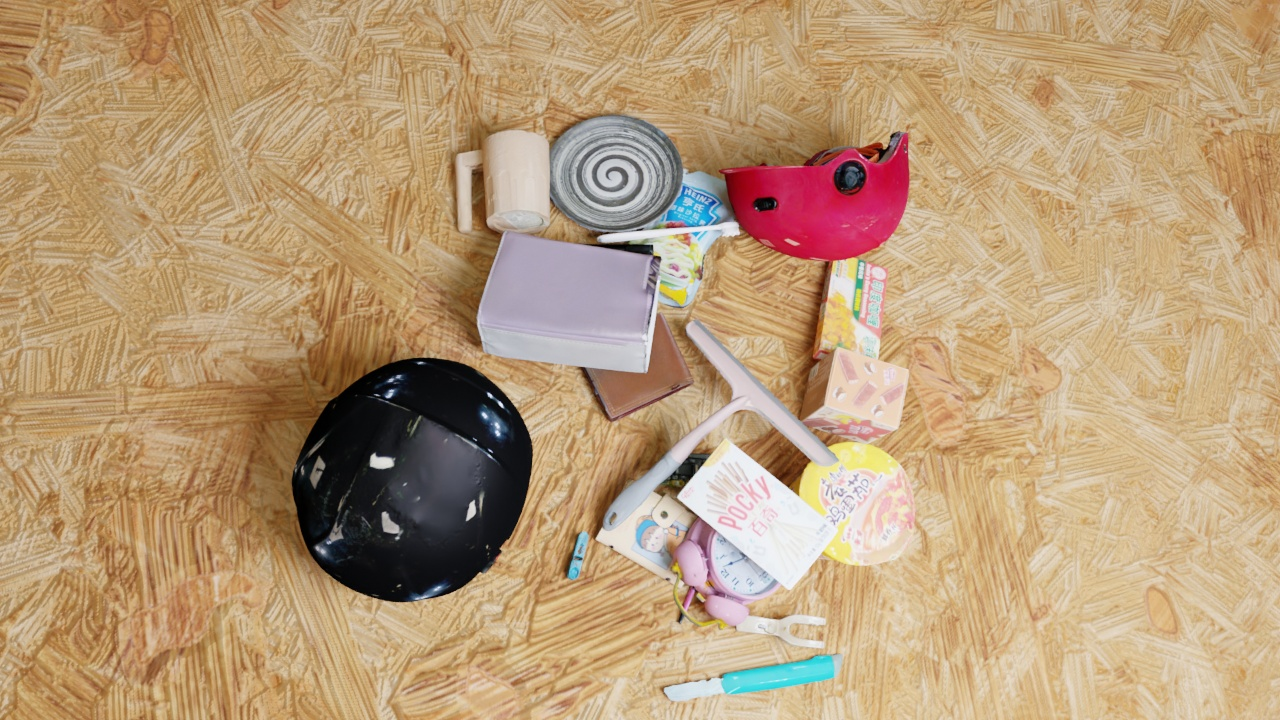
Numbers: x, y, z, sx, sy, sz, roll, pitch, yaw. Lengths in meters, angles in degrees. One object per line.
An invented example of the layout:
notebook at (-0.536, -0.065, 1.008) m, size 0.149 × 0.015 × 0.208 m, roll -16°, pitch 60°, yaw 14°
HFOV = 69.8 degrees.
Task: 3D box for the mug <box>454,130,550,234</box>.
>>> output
mug at (-0.172, -0.215, 1.135) m, size 0.125 × 0.084 × 0.103 m, roll -8°, pitch 75°, yaw 13°

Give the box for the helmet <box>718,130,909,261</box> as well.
helmet at (0.219, -0.191, 1.132) m, size 0.239 × 0.207 × 0.144 m, roll -15°, pitch 102°, yaw -22°

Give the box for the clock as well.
clock at (0.100, 0.231, 1.038) m, size 0.158 × 0.060 × 0.117 m, roll -38°, pitch 94°, yaw -23°

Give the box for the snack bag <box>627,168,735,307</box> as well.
snack bag at (0.052, -0.164, 1.175) m, size 0.110 × 0.039 × 0.190 m, roll 23°, pitch 70°, yaw 10°

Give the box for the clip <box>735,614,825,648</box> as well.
clip at (0.167, 0.311, 1.060) m, size 0.103 × 0.092 × 0.035 m, roll -3°, pitch 71°, yaw 26°

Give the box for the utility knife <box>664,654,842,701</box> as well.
utility knife at (0.131, 0.361, 1.042) m, size 0.216 × 0.013 × 0.029 m, roll -4°, pitch 76°, yaw -14°

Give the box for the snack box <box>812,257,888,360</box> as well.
snack box at (0.269, -0.062, 1.173) m, size 0.077 × 0.027 × 0.155 m, roll 17°, pitch 60°, yaw -4°

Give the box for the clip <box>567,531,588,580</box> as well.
clip at (-0.071, 0.223, 1.046) m, size 0.014 × 0.043 × 0.056 m, roll 17°, pitch 74°, yaw -4°

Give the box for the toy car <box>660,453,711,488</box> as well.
toy car at (0.065, 0.131, 1.088) m, size 0.091 × 0.036 × 0.043 m, roll 3°, pitch 72°, yaw -8°

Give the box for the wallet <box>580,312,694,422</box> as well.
wallet at (-0.007, 0.007, 1.117) m, size 0.124 × 0.032 × 0.101 m, roll -24°, pitch 76°, yaw -16°

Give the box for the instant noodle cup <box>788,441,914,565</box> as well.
instant noodle cup at (0.232, 0.173, 1.066) m, size 0.138 × 0.110 × 0.138 m, roll 3°, pitch 72°, yaw -9°

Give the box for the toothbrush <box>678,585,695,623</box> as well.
toothbrush at (0.084, 0.220, 1.077) m, size 0.018 × 0.014 × 0.189 m, roll 29°, pitch 71°, yaw -13°

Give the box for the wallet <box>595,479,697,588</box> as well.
wallet at (0.017, 0.198, 1.068) m, size 0.115 × 0.024 × 0.087 m, roll 30°, pitch 76°, yaw 1°

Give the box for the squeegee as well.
squeegee at (0.048, 0.105, 1.041) m, size 0.249 × 0.040 × 0.247 m, roll -42°, pitch 64°, yaw -3°

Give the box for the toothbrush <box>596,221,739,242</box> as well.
toothbrush at (0.035, -0.156, 1.143) m, size 0.180 × 0.016 × 0.016 m, roll -6°, pitch 72°, yaw -6°

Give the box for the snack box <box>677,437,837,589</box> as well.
snack box at (0.126, 0.165, 0.992) m, size 0.157 × 0.027 × 0.085 m, roll 39°, pitch 93°, yaw 8°

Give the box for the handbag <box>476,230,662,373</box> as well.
handbag at (-0.079, -0.069, 1.078) m, size 0.197 × 0.099 × 0.144 m, roll 8°, pitch 62°, yaw 4°

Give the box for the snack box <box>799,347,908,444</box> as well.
snack box at (0.258, 0.045, 1.117) m, size 0.094 × 0.093 × 0.077 m, roll 17°, pitch 71°, yaw -4°

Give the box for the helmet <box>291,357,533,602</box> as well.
helmet at (-0.240, 0.130, 0.946) m, size 0.233 × 0.230 × 0.274 m, roll 24°, pitch 91°, yaw 0°

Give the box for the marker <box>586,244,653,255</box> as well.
marker at (-0.050, -0.135, 1.137) m, size 0.132 × 0.022 × 0.020 m, roll 0°, pitch 88°, yaw 7°

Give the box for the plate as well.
plate at (-0.033, -0.238, 1.180) m, size 0.179 × 0.024 × 0.179 m, roll 0°, pitch 68°, yaw 0°
